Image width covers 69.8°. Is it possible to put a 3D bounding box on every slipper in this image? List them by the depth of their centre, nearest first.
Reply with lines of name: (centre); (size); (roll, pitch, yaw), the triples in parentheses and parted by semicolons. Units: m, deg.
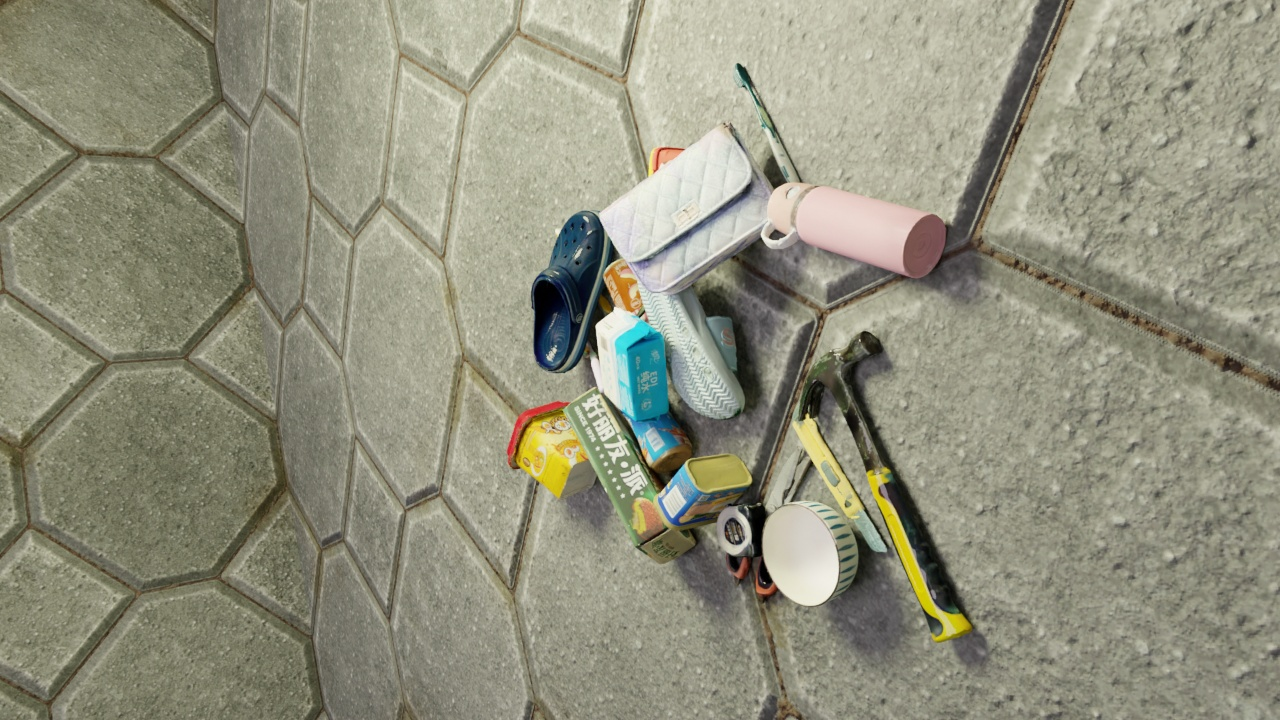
slipper: (0.070, -0.038, 1.171); (0.104, 0.074, 0.245); (-41, 69, 57)
slipper: (-0.118, -0.106, 1.369); (0.105, 0.095, 0.253); (19, 98, 37)

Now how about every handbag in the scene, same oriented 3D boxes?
handbag: (0.061, -0.175, 1.087); (0.194, 0.075, 0.134); (-34, 80, 15)

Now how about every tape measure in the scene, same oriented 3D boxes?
tape measure: (0.127, 0.210, 1.138); (0.066, 0.033, 0.065); (-10, 83, 52)

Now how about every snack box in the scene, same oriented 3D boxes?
snack box: (0.058, -0.224, 1.165); (0.080, 0.081, 0.091); (12, 105, 42)
snack box: (-0.015, 0.159, 1.274); (0.063, 0.114, 0.240); (-33, 60, 3)

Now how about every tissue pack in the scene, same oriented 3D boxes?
tissue pack: (-0.007, 0.007, 1.191); (0.090, 0.063, 0.140); (38, 141, 52)

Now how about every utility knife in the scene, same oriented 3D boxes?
utility knife: (0.224, 0.133, 1.045); (0.198, 0.020, 0.031); (58, 135, 25)

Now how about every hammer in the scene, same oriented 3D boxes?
hammer: (0.261, 0.138, 0.979); (0.126, 0.031, 0.323); (-41, 63, 47)

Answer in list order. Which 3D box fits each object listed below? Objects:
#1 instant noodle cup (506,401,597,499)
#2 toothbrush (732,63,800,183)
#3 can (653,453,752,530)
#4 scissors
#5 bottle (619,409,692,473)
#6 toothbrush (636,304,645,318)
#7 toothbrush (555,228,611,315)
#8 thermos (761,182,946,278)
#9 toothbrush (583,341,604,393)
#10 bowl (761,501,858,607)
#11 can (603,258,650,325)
instant noodle cup: (-0.129, 0.144, 1.440); (0.123, 0.116, 0.116); (42, 127, 28)
toothbrush: (0.148, -0.276, 1.089); (0.018, 0.016, 0.191); (-52, 54, 55)
can: (0.080, 0.165, 1.165); (0.083, 0.102, 0.057); (-55, 52, 37)
scissors: (0.167, 0.206, 1.126); (0.206, 0.015, 0.197); (-28, 71, 51)
bottle: (-0.002, 0.055, 1.289); (0.218, 0.065, 0.065); (60, 137, 30)
toothbrush: (0.020, -0.084, 1.225); (0.017, 0.012, 0.186); (39, 100, 24)
toothbrush: (-0.091, -0.140, 1.424); (0.191, 0.016, 0.018); (58, 144, 30)
thermos: (0.213, -0.136, 0.965); (0.199, 0.087, 0.067); (28, 161, 46)
toothbrush: (-0.068, 0.010, 1.343); (0.189, 0.021, 0.029); (-120, 25, -68)
bowl: (0.201, 0.214, 1.038); (0.117, 0.066, 0.116); (11, 104, 51)
can: (-0.001, -0.070, 1.276); (0.058, 0.057, 0.147); (-48, 57, 44)
